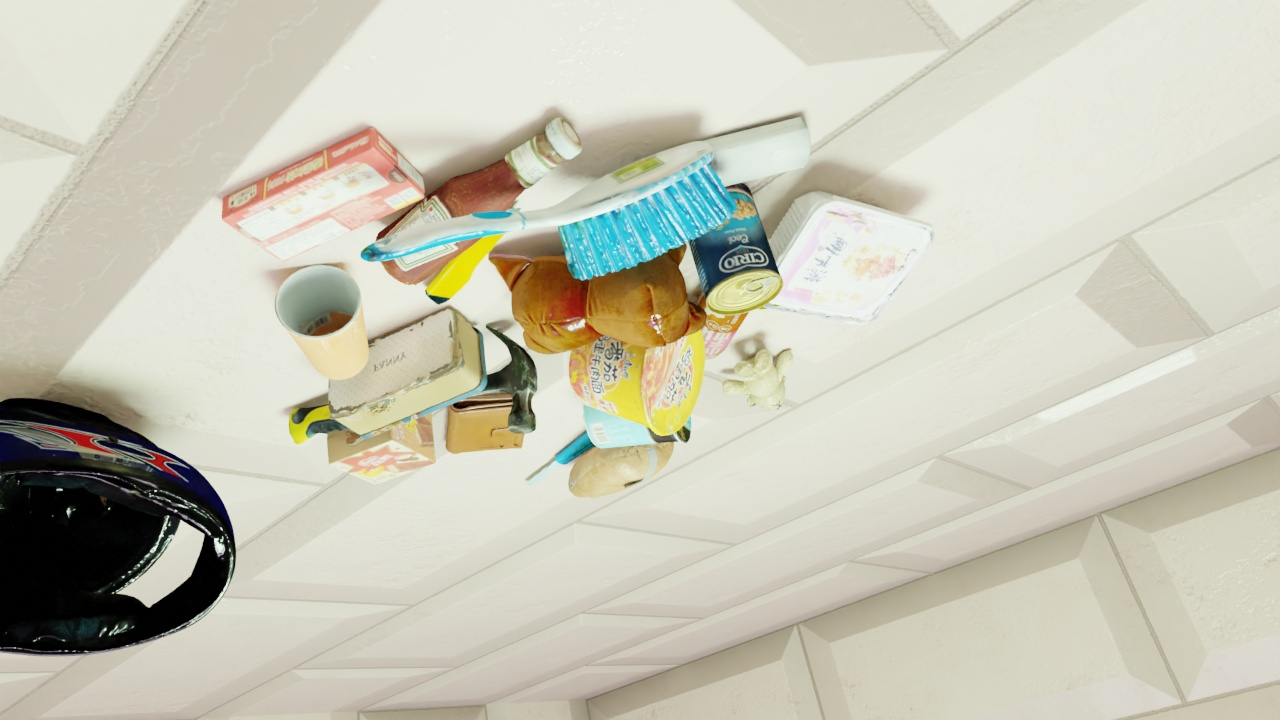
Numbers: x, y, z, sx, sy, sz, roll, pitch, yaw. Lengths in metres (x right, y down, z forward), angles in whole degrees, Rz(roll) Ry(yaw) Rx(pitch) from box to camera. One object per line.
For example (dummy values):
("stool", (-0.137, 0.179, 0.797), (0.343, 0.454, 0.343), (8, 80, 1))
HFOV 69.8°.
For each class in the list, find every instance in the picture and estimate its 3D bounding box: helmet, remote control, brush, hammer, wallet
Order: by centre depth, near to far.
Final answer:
("brush", (-0.069, -0.112, 0.778), (0.314, 0.060, 0.109), (-26, 129, -9))
("remote control", (0.089, -0.186, 0.842), (0.135, 0.019, 0.056), (-14, 152, 3))
("helmet", (-0.603, 0.169, 0.969), (0.315, 0.247, 0.240), (14, -174, -30))
("hammer", (-0.265, 0.044, 1.050), (0.324, 0.126, 0.032), (-11, 156, 19))
("wallet", (-0.203, 0.086, 1.218), (0.107, 0.031, 0.132), (-2, 152, -16))

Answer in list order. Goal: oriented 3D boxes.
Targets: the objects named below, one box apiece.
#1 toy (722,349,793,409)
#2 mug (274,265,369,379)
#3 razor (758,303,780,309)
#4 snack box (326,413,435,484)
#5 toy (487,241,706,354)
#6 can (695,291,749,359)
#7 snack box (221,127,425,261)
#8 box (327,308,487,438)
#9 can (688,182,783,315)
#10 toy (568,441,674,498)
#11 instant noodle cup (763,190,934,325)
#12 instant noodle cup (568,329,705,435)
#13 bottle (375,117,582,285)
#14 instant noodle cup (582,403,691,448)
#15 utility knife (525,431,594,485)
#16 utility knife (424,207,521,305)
("toy", (0.161, 0.024, 1.218), (0.105, 0.066, 0.157), (-34, 158, 4))
("mug", (-0.309, -0.031, 0.910), (0.078, 0.078, 0.123), (-7, 157, -11))
("razor", (0.173, -0.090, 1.054), (0.043, 0.028, 0.133), (0, 152, -30))
("snack box", (-0.319, 0.093, 1.129), (0.093, 0.077, 0.094), (-20, 151, 14))
("toy", (-0.043, -0.066, 0.906), (0.200, 0.130, 0.140), (-8, 117, 19))
("can", (0.093, -0.061, 1.038), (0.057, 0.057, 0.148), (-3, 151, -18))
("snack box", (-0.267, -0.137, 0.775), (0.153, 0.025, 0.075), (-21, 151, 14))
("box", (-0.249, 0.012, 0.995), (0.184, 0.089, 0.061), (-19, 146, 14))
("can", (0.086, -0.110, 0.886), (0.075, 0.111, 0.075), (-12, 154, -6))
("toy", (-0.047, 0.165, 1.369), (0.143, 0.082, 0.227), (-8, 164, -34))
("instant noodle cup", (0.205, -0.113, 0.960), (0.173, 0.060, 0.138), (8, 128, -32))
("instant noodle cup", (-0.006, 0.006, 1.025), (0.110, 0.138, 0.138), (11, 165, 30))
("bottle", (-0.140, -0.139, 0.795), (0.206, 0.059, 0.059), (-31, 148, 20))
("instant noodle cup", (-0.007, 0.065, 1.194), (0.121, 0.111, 0.111), (-13, 154, 18))
("utility knife", (-0.107, 0.142, 1.377), (0.034, 0.018, 0.237), (9, 147, -39))
("utility knife", (-0.165, -0.103, 0.894), (0.033, 0.015, 0.164), (6, 147, -41))
